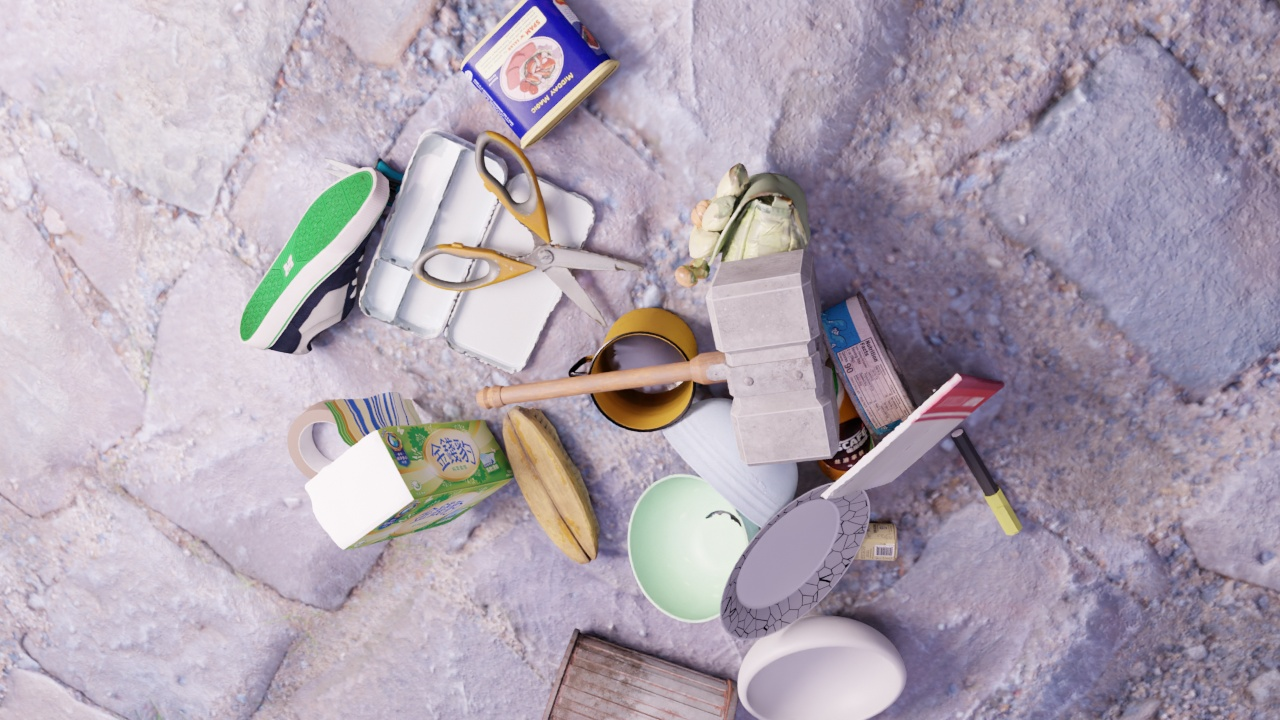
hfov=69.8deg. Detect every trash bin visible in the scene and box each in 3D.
[{"bbox_3d":[0.006,0.393,1.022,0.211,0.130,0.131,19,111,3],"label":"trash bin"}]

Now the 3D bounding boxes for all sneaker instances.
[{"bbox_3d":[-0.309,-0.094,0.924,0.079,0.084,0.236,23,121,-42],"label":"sneaker"}]

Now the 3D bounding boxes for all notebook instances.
[{"bbox_3d":[0.254,0.068,0.834,0.153,0.208,0.012,-46,67,20],"label":"notebook"}]

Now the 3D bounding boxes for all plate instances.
[{"bbox_3d":[0.147,0.191,0.885,0.188,0.016,0.189,-21,131,-27],"label":"plate"}]

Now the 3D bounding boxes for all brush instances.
[{"bbox_3d":[-0.094,0.132,0.987,0.059,0.043,0.195,-20,106,17],"label":"brush"}]

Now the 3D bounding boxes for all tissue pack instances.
[{"bbox_3d":[-0.241,0.094,0.925,0.120,0.197,0.141,-34,78,11],"label":"tissue pack"}]

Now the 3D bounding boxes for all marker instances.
[{"bbox_3d":[0.349,0.123,0.926,0.017,0.021,0.124,-30,102,17],"label":"marker"}]

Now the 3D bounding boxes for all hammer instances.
[{"bbox_3d":[0.002,0.015,0.801,0.318,0.082,0.163,-8,111,16],"label":"hammer"}]

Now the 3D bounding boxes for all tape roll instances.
[{"bbox_3d":[-0.341,0.092,1.018,0.094,0.030,0.094,3,110,8],"label":"tape roll"}]

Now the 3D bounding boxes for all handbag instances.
[{"bbox_3d":[0.092,-0.085,0.842,0.117,0.113,0.187,9,112,5],"label":"handbag"}]

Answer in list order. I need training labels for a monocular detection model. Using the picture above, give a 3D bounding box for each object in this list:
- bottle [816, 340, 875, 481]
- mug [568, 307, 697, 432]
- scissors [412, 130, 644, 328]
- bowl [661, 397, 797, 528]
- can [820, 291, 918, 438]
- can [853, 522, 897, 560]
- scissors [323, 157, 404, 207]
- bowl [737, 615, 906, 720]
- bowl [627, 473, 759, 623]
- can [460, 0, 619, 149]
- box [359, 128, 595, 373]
[{"bbox_3d":[0.181,0.044,0.878,0.059,0.059,0.167,-17,126,14],"label":"bottle"},{"bbox_3d":[-0.006,0.005,0.899,0.124,0.094,0.101,0,110,7],"label":"mug"},{"bbox_3d":[-0.107,-0.120,0.883,0.225,0.016,0.217,3,113,-4],"label":"scissors"},{"bbox_3d":[0.099,0.088,0.894,0.150,0.150,0.075,42,95,-7],"label":"bowl"},{"bbox_3d":[0.210,0.004,0.846,0.044,0.129,0.130,-26,104,16],"label":"can"},{"bbox_3d":[0.226,0.189,0.960,0.079,0.038,0.038,0,110,9],"label":"can"},{"bbox_3d":[-0.237,-0.172,0.911,0.144,0.019,0.126,-19,109,12],"label":"scissors"},{"bbox_3d":[0.191,0.325,0.988,0.176,0.066,0.177,-1,130,-1],"label":"bowl"},{"bbox_3d":[0.066,0.190,0.952,0.151,0.076,0.151,-1,88,38],"label":"bowl"},{"bbox_3d":[-0.093,-0.267,0.835,0.116,0.056,0.092,-38,99,19],"label":"can"},{"bbox_3d":[-0.164,-0.103,0.914,0.189,0.037,0.209,20,113,-14],"label":"box"}]
